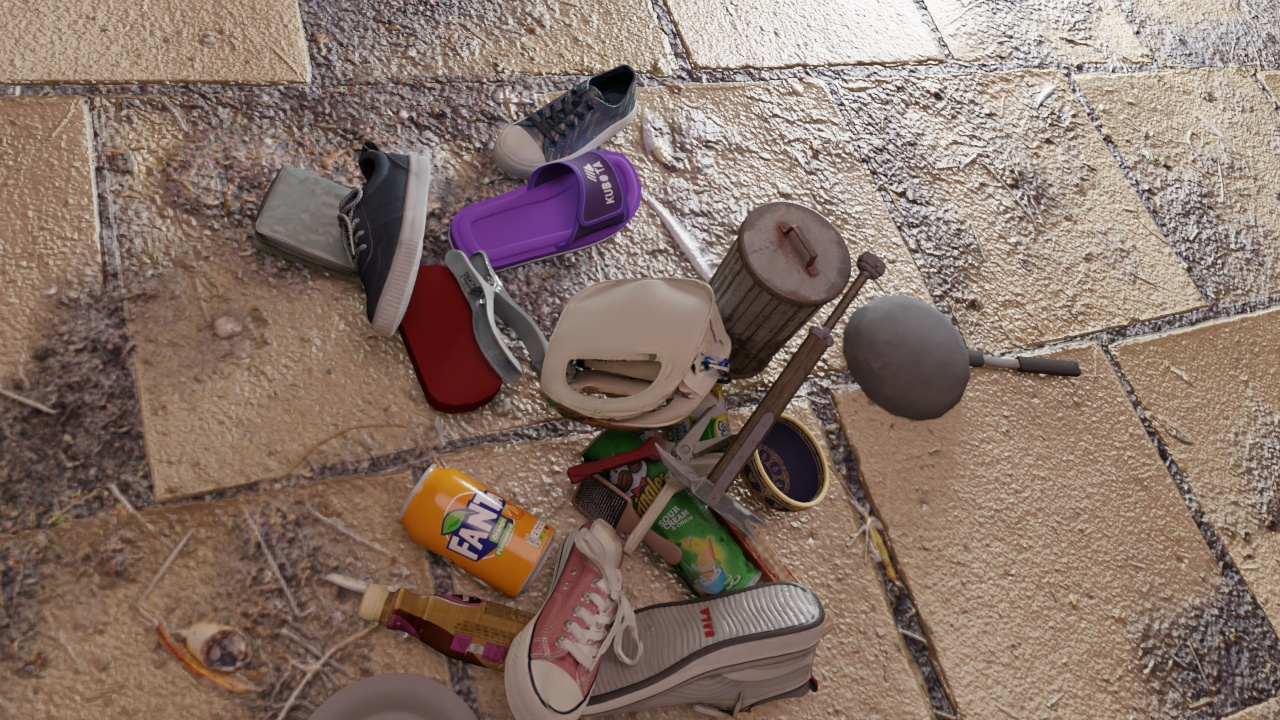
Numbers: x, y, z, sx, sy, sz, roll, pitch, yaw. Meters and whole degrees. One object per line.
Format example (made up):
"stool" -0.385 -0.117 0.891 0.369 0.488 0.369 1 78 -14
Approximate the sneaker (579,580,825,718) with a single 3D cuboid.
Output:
"sneaker" 0.055 0.307 0.896 0.263 0.129 0.096 -14 29 -3

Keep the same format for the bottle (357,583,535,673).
"bottle" -0.179 0.247 0.860 0.166 0.060 0.059 18 59 -9

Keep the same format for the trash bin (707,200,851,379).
"trash bin" 0.142 -0.079 1.053 0.130 0.212 0.130 8 61 -15

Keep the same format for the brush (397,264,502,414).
"brush" -0.215 -0.021 1.000 0.082 0.042 0.173 -17 70 -26

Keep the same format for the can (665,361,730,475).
"can" 0.065 0.066 1.035 0.067 0.067 0.120 1 63 -19

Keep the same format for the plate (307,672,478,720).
"plate" -0.221 0.369 0.808 0.178 0.012 0.178 8 61 -15

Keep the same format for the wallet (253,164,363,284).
"wallet" -0.350 -0.148 1.016 0.131 0.054 0.100 20 66 -11

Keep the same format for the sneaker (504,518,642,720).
"sneaker" -0.049 0.233 0.849 0.118 0.088 0.240 45 32 -18

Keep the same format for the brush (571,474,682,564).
"brush" -0.015 0.167 0.946 0.136 0.050 0.015 34 28 19

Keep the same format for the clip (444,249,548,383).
"clip" -0.166 -0.046 0.983 0.171 0.029 0.141 56 22 0

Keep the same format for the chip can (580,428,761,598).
"chip can" 0.032 0.163 0.970 0.075 0.076 0.223 -33 78 -30

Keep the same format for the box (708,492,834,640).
"box" 0.137 0.219 0.983 0.043 0.083 0.187 -36 80 -11

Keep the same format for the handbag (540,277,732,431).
"handbag" -0.006 0.006 0.983 0.201 0.093 0.199 3 44 27

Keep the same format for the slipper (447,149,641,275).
"slipper" -0.097 -0.187 1.094 0.265 0.084 0.107 -26 85 -27

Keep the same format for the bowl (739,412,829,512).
"bowl" 0.150 0.122 1.033 0.112 0.061 0.112 21 51 -29

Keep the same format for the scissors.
"scissors" 0.015 0.115 0.936 0.193 0.015 0.179 11 61 -13

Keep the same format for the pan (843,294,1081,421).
"pan" 0.437 -0.004 1.216 0.357 0.041 0.178 5 62 -17

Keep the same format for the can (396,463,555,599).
"can" -0.159 0.166 0.898 0.142 0.079 0.078 31 58 -1

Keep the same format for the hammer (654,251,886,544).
"hammer" 0.152 0.015 0.937 0.147 0.028 0.316 38 82 -16

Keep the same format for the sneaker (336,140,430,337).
"sneaker" -0.274 -0.134 0.963 0.087 0.089 0.235 9 55 -18

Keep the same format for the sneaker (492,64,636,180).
"sneaker" -0.085 -0.309 1.175 0.234 0.079 0.087 -37 79 -31
